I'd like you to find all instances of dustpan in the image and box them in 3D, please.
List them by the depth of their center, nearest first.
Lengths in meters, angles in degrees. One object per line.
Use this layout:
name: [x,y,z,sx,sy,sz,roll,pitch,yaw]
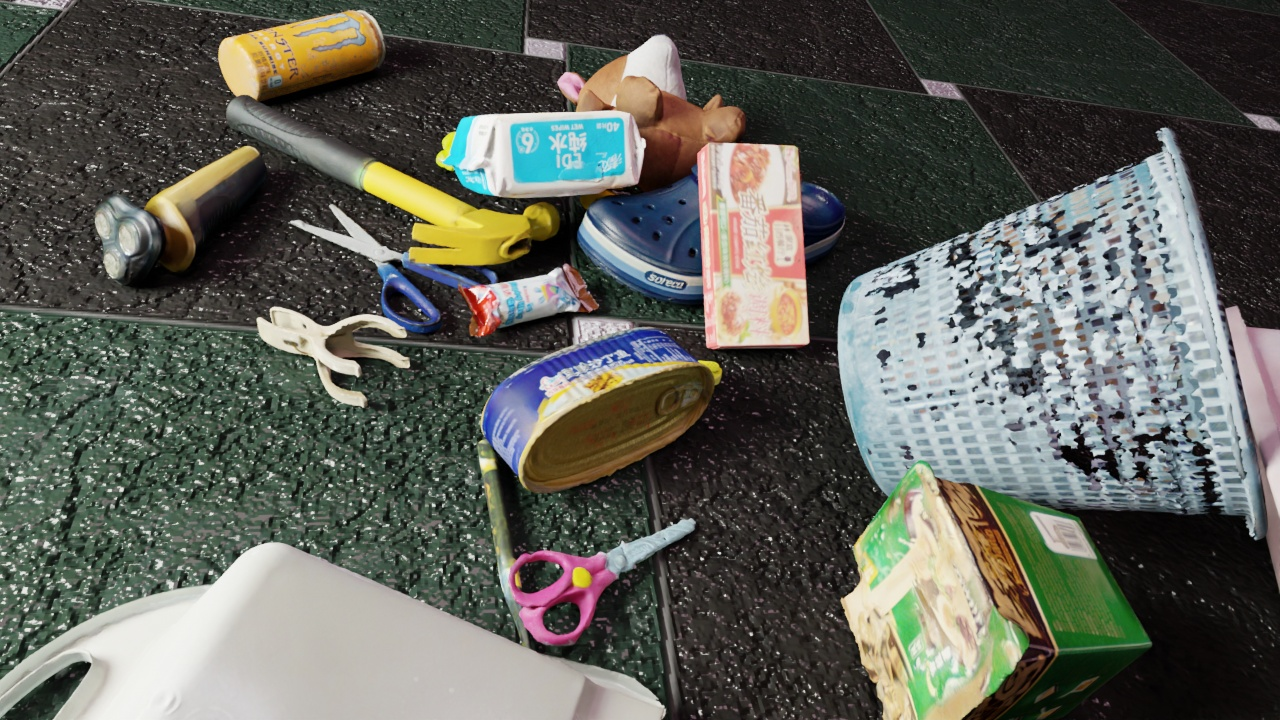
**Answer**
dustpan: [-0.153,0.196,0.381,0.257,0.143,0.222,37,41,-15]
dustpan: [0.363,0.098,0.526,0.272,0.222,0.139,-37,25,-27]

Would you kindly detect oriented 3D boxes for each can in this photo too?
can: [-0.024,0.028,0.568,0.147,0.075,0.049,-20,47,-34]
can: [-0.314,-0.286,0.859,0.058,0.058,0.145,34,45,22]

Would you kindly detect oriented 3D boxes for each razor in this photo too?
razor: [-0.327,-0.116,0.668,0.067,0.062,0.167,40,33,-15]

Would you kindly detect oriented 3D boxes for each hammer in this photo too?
hammer: [-0.218,-0.149,0.742,0.301,0.033,0.128,27,32,18]

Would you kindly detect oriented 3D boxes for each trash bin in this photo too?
trash bin: [0.234,0.002,0.548,0.195,0.226,0.225,-13,30,30]

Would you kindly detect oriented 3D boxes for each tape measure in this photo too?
tape measure: [-0.024,-0.134,0.785,0.059,0.029,0.057,-3,37,-44]

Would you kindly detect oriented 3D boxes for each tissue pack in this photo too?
tissue pack: [-0.073,-0.158,0.706,0.139,0.063,0.090,-9,17,-25]

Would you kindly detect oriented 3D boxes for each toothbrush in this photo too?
toothbrush: [-0.076,0.114,0.504,0.017,0.012,0.185,-10,45,-10]

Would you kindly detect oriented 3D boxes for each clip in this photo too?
clip: [-0.193,-0.013,0.602,0.094,0.035,0.102,-27,47,-32]

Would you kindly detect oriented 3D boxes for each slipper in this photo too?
slipper: [0.074,-0.117,0.746,0.252,0.095,0.105,-12,44,-31]

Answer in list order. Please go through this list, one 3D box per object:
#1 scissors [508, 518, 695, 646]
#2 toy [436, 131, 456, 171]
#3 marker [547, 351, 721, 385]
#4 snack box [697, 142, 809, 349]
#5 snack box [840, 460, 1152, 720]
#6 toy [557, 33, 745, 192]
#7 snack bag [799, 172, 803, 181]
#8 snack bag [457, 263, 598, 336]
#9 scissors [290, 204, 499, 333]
scissors: [-0.015,0.114,0.513,0.133,0.017,0.054,-18,66,-41]
toy: [-0.127,-0.175,0.804,0.100,0.031,0.096,7,39,-6]
marker: [-0.004,0.004,0.645,0.124,0.015,0.018,6,38,-6]
snack box: [0.085,-0.085,0.689,0.075,0.025,0.153,-1,86,-16]
snack box: [0.185,0.130,0.478,0.105,0.118,0.118,4,44,-17]
toy: [0.005,-0.229,0.829,0.140,0.131,0.199,14,18,-22]
snack bag: [0.103,-0.181,0.876,0.104,0.026,0.048,16,29,3]
snack bag: [-0.083,-0.044,0.668,0.105,0.026,0.045,-16,63,-33]
scissors: [-0.182,-0.076,0.691,0.155,0.012,0.166,-7,45,-21]
